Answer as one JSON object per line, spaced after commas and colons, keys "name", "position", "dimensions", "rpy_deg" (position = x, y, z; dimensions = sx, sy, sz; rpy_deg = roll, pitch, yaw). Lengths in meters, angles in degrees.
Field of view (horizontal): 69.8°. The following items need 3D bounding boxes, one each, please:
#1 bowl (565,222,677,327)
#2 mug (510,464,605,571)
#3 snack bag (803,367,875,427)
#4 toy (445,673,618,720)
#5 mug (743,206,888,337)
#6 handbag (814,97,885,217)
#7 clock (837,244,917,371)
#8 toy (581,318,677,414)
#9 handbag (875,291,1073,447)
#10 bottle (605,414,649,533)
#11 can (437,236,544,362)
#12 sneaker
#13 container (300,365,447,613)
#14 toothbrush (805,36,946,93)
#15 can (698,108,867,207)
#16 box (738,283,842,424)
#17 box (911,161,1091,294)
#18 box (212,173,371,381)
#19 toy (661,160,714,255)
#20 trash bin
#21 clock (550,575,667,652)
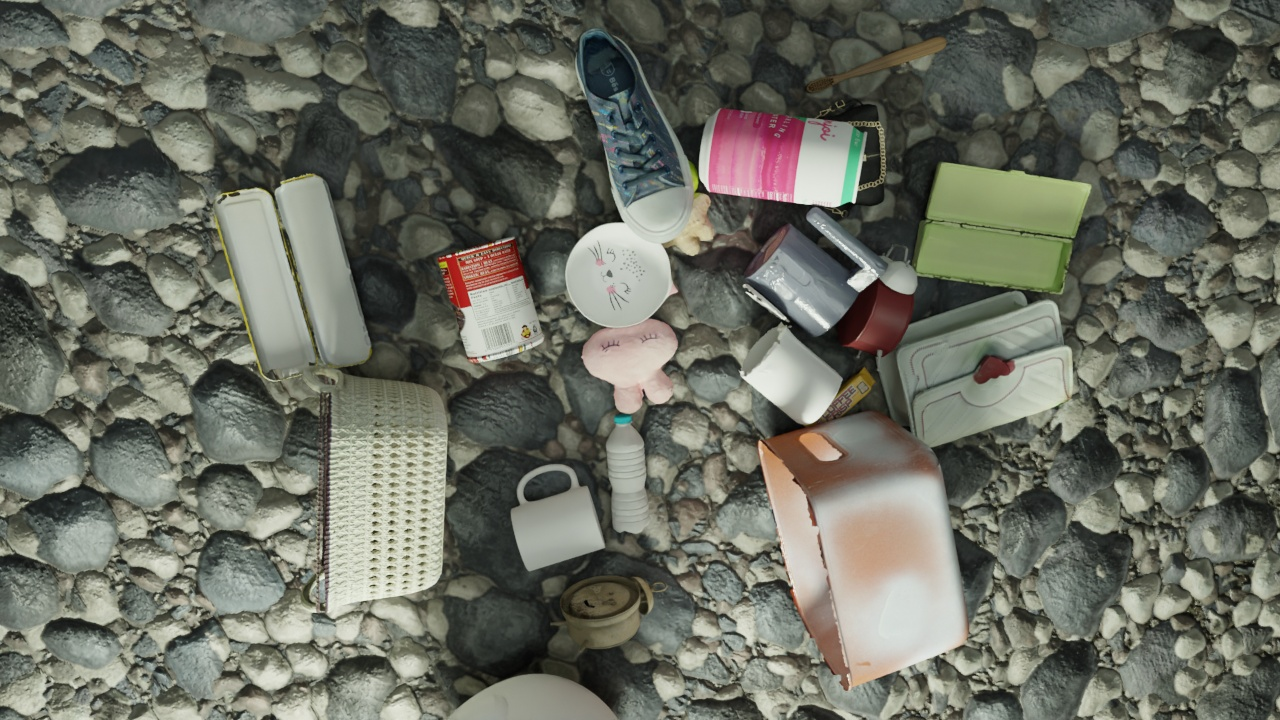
{"name": "bowl", "position": [-0.026, -0.096, 1.015], "dimensions": [0.114, 0.050, 0.115], "rpy_deg": [-1, 100, -6]}
{"name": "mug", "position": [-0.099, 0.174, 1.051], "dimensions": [0.090, 0.074, 0.110], "rpy_deg": [-17, 75, -3]}
{"name": "snack bag", "position": [0.235, 0.050, 1.085], "dimensions": [0.099, 0.020, 0.026], "rpy_deg": [-42, 100, 2]}
{"name": "toy", "position": [-0.108, 0.492, 1.008], "dimensions": [0.266, 0.262, 0.281], "rpy_deg": [-33, 119, 2]}
{"name": "mug", "position": [0.190, -0.100, 1.009], "dimensions": [0.104, 0.083, 0.124], "rpy_deg": [38, 134, -9]}
{"name": "handbag", "position": [0.231, -0.225, 1.026], "dimensions": [0.079, 0.054, 0.128], "rpy_deg": [-7, 104, 6]}
{"name": "clock", "position": [0.268, -0.064, 1.030], "dimensions": [0.048, 0.096, 0.138], "rpy_deg": [18, 100, -10]}
{"name": "toy", "position": [-0.006, 0.006, 1.036], "dimensions": [0.108, 0.053, 0.105], "rpy_deg": [-19, 107, -3]}
{"name": "handbag", "position": [0.385, 0.015, 1.057], "dimensions": [0.198, 0.096, 0.142], "rpy_deg": [-19, 102, -4]}
{"name": "bottle", "position": [-0.015, 0.130, 1.060], "dimensions": [0.044, 0.044, 0.136], "rpy_deg": [-5, 100, -5]}
{"name": "can", "position": [-0.161, -0.066, 0.988], "dimensions": [0.086, 0.086, 0.116], "rpy_deg": [-16, 101, -3]}
{"name": "sneaker", "position": [-0.007, -0.238, 0.949], "dimensions": [0.087, 0.079, 0.235], "rpy_deg": [-20, 85, 2]}
{"name": "container", "position": [-0.283, 0.133, 0.969], "dimensions": [0.143, 0.185, 0.252], "rpy_deg": [1, 101, -19]}
{"name": "toothbrush", "position": [0.264, -0.330, 1.024], "dimensions": [0.167, 0.016, 0.016], "rpy_deg": [-20, 103, -3]}
{"name": "can", "position": [0.150, -0.214, 0.973], "dimensions": [0.166, 0.088, 0.088], "rpy_deg": [10, 99, 11]}
{"name": "box", "position": [0.154, -0.007, 1.041], "dimensions": [0.165, 0.084, 0.095], "rpy_deg": [36, 104, -10]}
{"name": "box", "position": [0.416, -0.153, 1.063], "dimensions": [0.187, 0.030, 0.138], "rpy_deg": [5, 105, -7]}
{"name": "box", "position": [-0.371, -0.087, 0.986], "dimensions": [0.128, 0.045, 0.210], "rpy_deg": [-13, 100, -5]}
{"name": "toy", "position": [0.035, -0.171, 1.013], "dimensions": [0.092, 0.043, 0.118], "rpy_deg": [-42, 103, 0]}
{"name": "trash bin", "position": [0.248, 0.200, 1.025], "dimensions": [0.157, 0.181, 0.260], "rpy_deg": [-18, 106, -5]}
{"name": "clock", "position": [-0.028, 0.290, 1.072], "dimensions": [0.140, 0.093, 0.055], "rpy_deg": [-17, 110, -29]}
